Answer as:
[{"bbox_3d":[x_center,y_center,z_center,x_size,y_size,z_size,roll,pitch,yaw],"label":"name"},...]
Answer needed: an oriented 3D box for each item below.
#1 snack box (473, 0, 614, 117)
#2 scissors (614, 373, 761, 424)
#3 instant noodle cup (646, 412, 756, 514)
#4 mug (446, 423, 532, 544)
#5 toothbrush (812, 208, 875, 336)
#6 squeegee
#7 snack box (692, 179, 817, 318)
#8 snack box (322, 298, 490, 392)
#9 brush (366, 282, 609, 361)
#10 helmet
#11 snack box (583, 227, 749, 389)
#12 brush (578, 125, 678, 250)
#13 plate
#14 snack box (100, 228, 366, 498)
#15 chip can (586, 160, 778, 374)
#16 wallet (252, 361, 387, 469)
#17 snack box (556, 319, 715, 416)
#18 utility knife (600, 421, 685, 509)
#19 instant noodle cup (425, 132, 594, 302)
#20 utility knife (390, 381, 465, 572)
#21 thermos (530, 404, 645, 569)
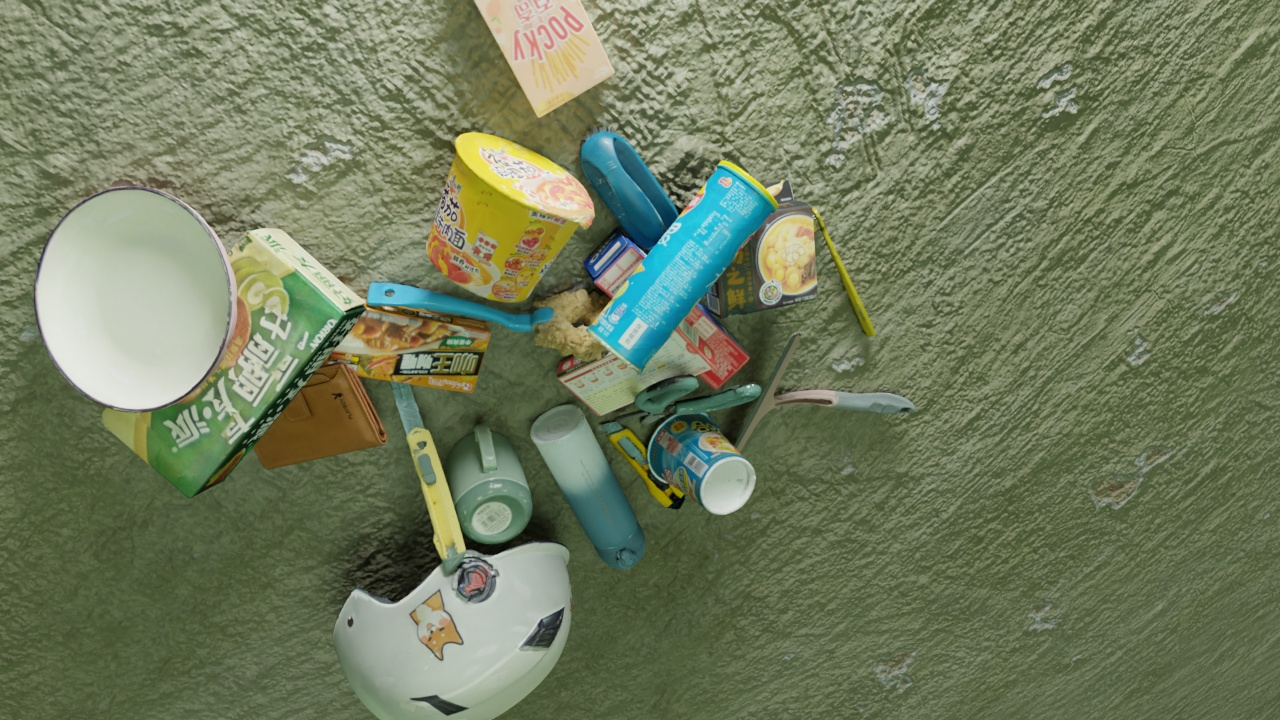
[{"bbox_3d":[-0.094,-0.307,0.819,0.084,0.026,0.157,-31,122,-1],"label":"snack box"},{"bbox_3d":[0.041,0.042,0.991,0.170,0.019,0.181,-13,164,15],"label":"scissors"},{"bbox_3d":[0.074,0.121,1.052,0.099,0.110,0.099,-9,113,-23],"label":"instant noodle cup"},{"bbox_3d":[-0.163,0.127,0.986,0.082,0.106,0.112,-6,119,-14],"label":"mug"},{"bbox_3d":[0.229,-0.096,1.051,0.016,0.015,0.190,-31,123,5],"label":"toothbrush"},{"bbox_3d":[0.231,0.053,1.119,0.249,0.040,0.248,0,133,-25],"label":"squeegee"},{"bbox_3d":[0.122,-0.118,0.965,0.113,0.053,0.126,-12,109,-14],"label":"snack box"},{"bbox_3d":[-0.236,-0.015,0.931,0.153,0.026,0.075,10,114,-23],"label":"snack box"},{"bbox_3d":[-0.143,-0.049,0.925,0.254,0.083,0.046,9,148,-15],"label":"brush"},{"bbox_3d":[-0.189,0.318,1.008,0.274,0.156,0.230,-16,151,-10],"label":"helmet"},{"bbox_3d":[0.030,-0.054,0.982,0.058,0.057,0.207,-43,122,10],"label":"snack box"},{"bbox_3d":[-0.007,-0.161,0.901,0.055,0.073,0.144,-33,124,10],"label":"brush"},{"bbox_3d":[-0.429,-0.052,0.795,0.192,0.039,0.192,1,93,11],"label":"plate"},{"bbox_3d":[-0.375,0.002,0.848,0.114,0.063,0.240,43,100,-3],"label":"snack box"},{"bbox_3d":[0.039,-0.089,0.886,0.071,0.071,0.210,37,94,-31],"label":"chip can"},{"bbox_3d":[-0.334,0.054,0.915,0.132,0.031,0.108,-12,122,6],"label":"wallet"},{"bbox_3d":[-0.006,0.006,0.978,0.156,0.027,0.077,-24,130,29],"label":"snack box"},{"bbox_3d":[0.005,0.127,1.096,0.033,0.015,0.170,-39,122,1],"label":"utility knife"},{"bbox_3d":[-0.128,-0.127,0.849,0.138,0.138,0.110,18,118,-26],"label":"instant noodle cup"},{"bbox_3d":[-0.220,0.113,0.946,0.031,0.022,0.212,-18,79,-9],"label":"utility knife"},{"bbox_3d":[-0.054,0.152,1.059,0.070,0.070,0.220,-27,122,-4],"label":"thermos"}]
